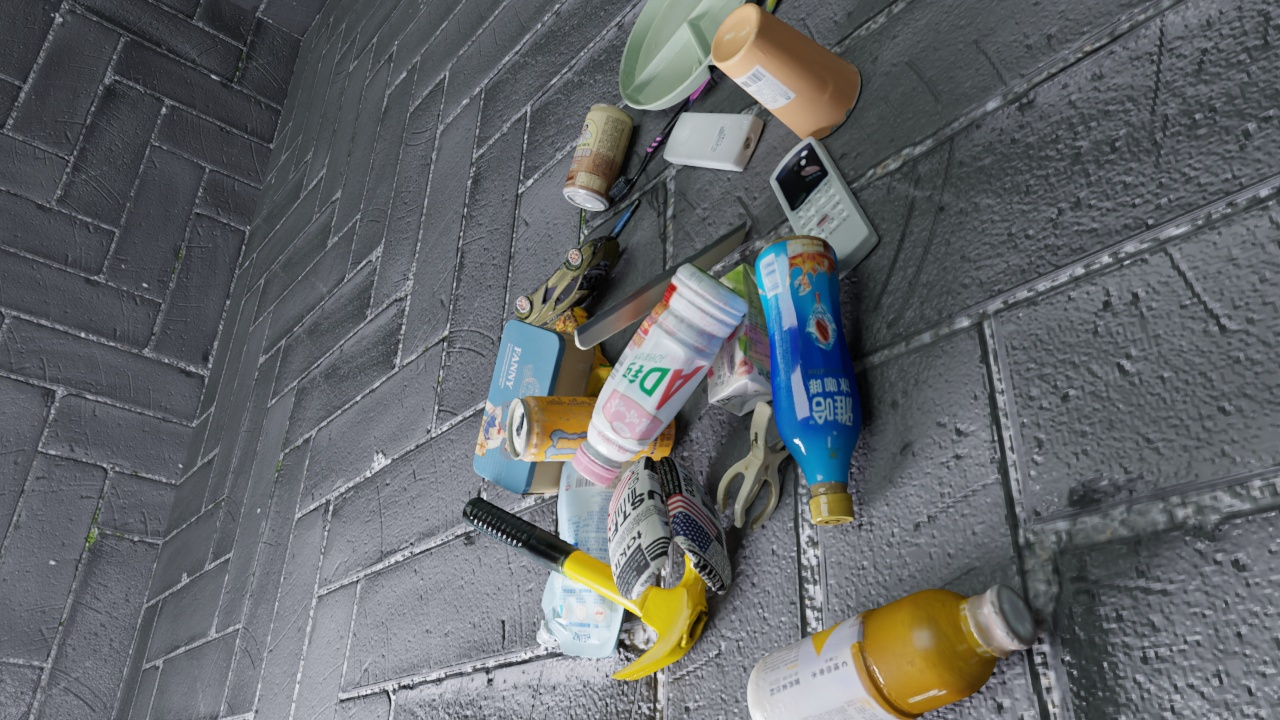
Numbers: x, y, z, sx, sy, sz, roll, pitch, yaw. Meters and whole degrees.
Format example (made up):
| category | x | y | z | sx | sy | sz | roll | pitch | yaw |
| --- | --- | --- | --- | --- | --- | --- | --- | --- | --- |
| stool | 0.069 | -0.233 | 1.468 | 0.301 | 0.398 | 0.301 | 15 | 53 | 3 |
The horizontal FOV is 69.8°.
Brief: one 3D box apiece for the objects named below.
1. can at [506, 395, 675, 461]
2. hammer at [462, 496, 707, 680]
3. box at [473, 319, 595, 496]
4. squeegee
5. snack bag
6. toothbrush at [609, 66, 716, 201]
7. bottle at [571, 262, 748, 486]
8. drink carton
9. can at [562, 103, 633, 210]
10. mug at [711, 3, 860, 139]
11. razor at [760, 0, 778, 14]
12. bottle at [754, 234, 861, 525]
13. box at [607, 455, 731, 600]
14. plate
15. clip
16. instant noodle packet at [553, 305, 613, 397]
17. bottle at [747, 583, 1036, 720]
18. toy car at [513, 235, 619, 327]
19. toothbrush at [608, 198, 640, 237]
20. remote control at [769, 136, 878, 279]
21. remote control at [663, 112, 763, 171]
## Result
| category | x | y | z | sx | sy | sz | roll | pitch | yaw |
| --- | --- | --- | --- | --- | --- | --- | --- | --- | --- |
| can | -0.043 | 0.062 | 0.831 | 0.058 | 0.145 | 0.058 | -178 | 90 | -65 |
| hammer | -0.062 | 0.185 | 0.833 | 0.301 | 0.033 | 0.128 | 16 | 81 | 42 |
| box | -0.108 | 0.043 | 0.943 | 0.090 | 0.062 | 0.184 | 16 | 98 | 39 |
| squeegee | -0.005 | 0.005 | 0.873 | 0.039 | 0.245 | 0.247 | 43 | 138 | 12 |
| snack bag | -0.049 | 0.182 | 0.870 | 0.110 | 0.039 | 0.190 | -9 | 65 | 35 |
| toothbrush | 0.024 | -0.257 | 1.045 | 0.190 | 0.017 | 0.014 | -50 | 35 | 22 |
| bottle | 0.011 | 0.016 | 0.768 | 0.197 | 0.068 | 0.068 | -57 | 35 | 10 |
| drink carton | 0.086 | -0.020 | 0.795 | 0.054 | 0.045 | 0.122 | -32 | 47 | 42 |
| can | -0.050 | -0.243 | 1.100 | 0.059 | 0.058 | 0.116 | 4 | 74 | 55 |
| mug | 0.125 | -0.256 | 0.809 | 0.078 | 0.122 | 0.078 | -31 | 49 | 42 |
| razor | 0.129 | -0.366 | 0.957 | 0.042 | 0.022 | 0.143 | -83 | 18 | -79 |
| bottle | 0.130 | 0.013 | 0.691 | 0.065 | 0.065 | 0.218 | -27 | 59 | 44 |
| box | 0.025 | 0.135 | 0.729 | 0.076 | 0.086 | 0.162 | -61 | 12 | 14 |
| plate | 0.057 | -0.389 | 1.059 | 0.231 | 0.027 | 0.229 | -33 | 44 | 38 |
| clip | 0.096 | 0.084 | 0.729 | 0.035 | 0.072 | 0.100 | 32 | 103 | 57 |
| instant noodle packet | -0.079 | 0.015 | 1.006 | 0.111 | 0.044 | 0.128 | -57 | 35 | 22 |
| bottle | 0.150 | 0.189 | 0.566 | 0.190 | 0.068 | 0.068 | -38 | 43 | 36 |
| toy car | -0.082 | -0.084 | 1.038 | 0.158 | 0.070 | 0.042 | -43 | 74 | 26 |
| toothbrush | -0.058 | -0.115 | 1.077 | 0.190 | 0.016 | 0.014 | -52 | 44 | 20 |
| remote control | 0.154 | -0.132 | 0.789 | 0.058 | 0.021 | 0.149 | -46 | 40 | 28 |
| remote control | 0.073 | -0.229 | 0.956 | 0.135 | 0.019 | 0.056 | 25 | 92 | 56 |
